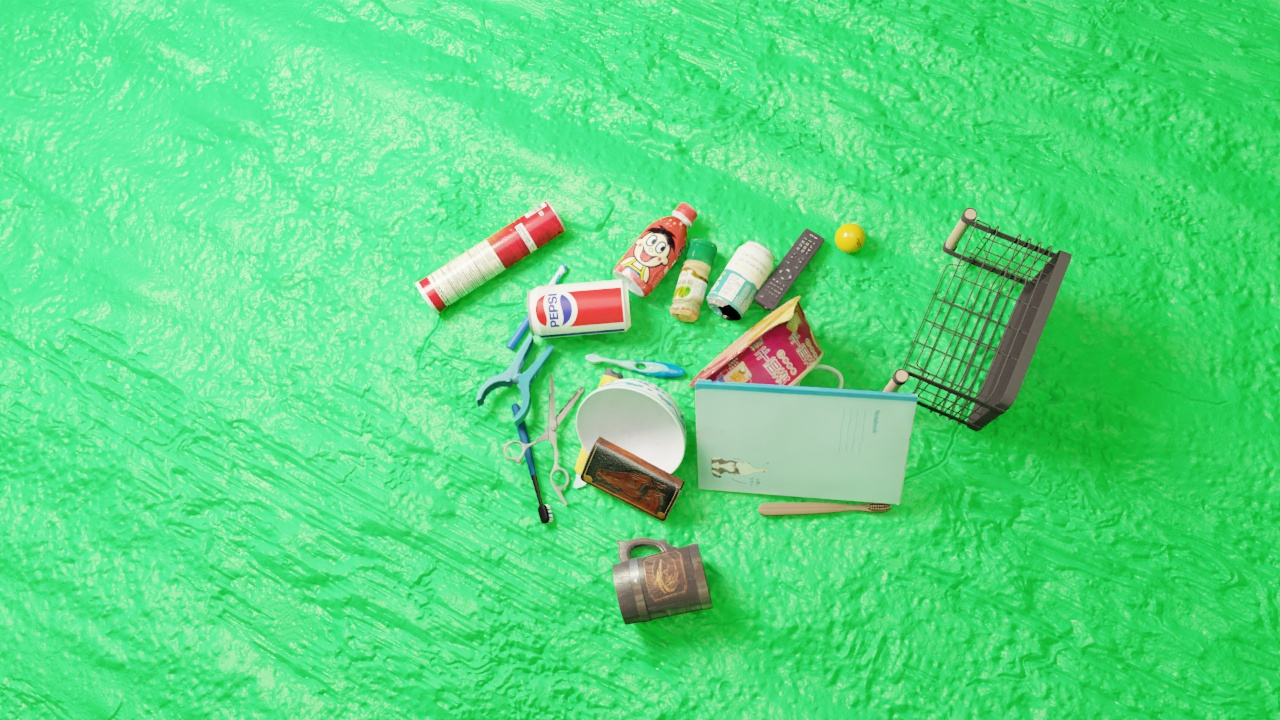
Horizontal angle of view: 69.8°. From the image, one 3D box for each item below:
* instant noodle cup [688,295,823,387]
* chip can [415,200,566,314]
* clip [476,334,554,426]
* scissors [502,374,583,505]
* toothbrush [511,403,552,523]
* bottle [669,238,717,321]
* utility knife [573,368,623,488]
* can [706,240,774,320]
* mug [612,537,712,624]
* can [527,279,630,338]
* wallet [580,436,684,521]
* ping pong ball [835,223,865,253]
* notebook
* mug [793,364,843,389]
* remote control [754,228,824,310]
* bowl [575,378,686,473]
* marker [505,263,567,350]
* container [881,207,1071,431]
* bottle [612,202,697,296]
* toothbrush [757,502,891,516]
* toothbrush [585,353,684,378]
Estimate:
[{"bbox_3d":[0.152,0.005,1.146,0.178,0.179,0.077,-39,91,-7],"label":"instant noodle cup"},{"bbox_3d":[-0.206,-0.143,1.270,0.214,0.052,0.052,-33,74,-5],"label":"chip can"},{"bbox_3d":[-0.182,0.021,1.225,0.121,0.031,0.129,6,68,4],"label":"clip"},{"bbox_3d":[-0.110,0.105,1.204,0.141,0.014,0.162,-31,91,-25],"label":"scissors"},{"bbox_3d":[-0.144,0.133,1.204,0.014,0.014,0.167,-30,67,31],"label":"toothbrush"},{"bbox_3d":[0.071,-0.109,1.242,0.043,0.043,0.111,14,77,8],"label":"bottle"},{"bbox_3d":[-0.058,0.090,1.209,0.030,0.017,0.164,15,75,14],"label":"utility knife"},{"bbox_3d":[0.135,-0.106,1.229,0.055,0.055,0.101,31,79,12],"label":"can"},{"bbox_3d":[0.024,0.261,1.130,0.107,0.080,0.115,-13,45,2],"label":"mug"},{"bbox_3d":[-0.081,-0.069,1.224,0.132,0.070,0.070,-5,74,0],"label":"can"},{"bbox_3d":[-0.011,0.150,1.159,0.123,0.072,0.019,26,39,5],"label":"wallet"},{"bbox_3d":[0.284,-0.165,1.241,0.040,0.040,0.040,-1,74,4],"label":"ping pong ball"},{"bbox_3d":[0.193,0.101,1.107,0.253,0.181,0.009,3,39,10],"label":"notebook"},{"bbox_3d":[0.214,0.058,1.161,0.076,0.075,0.112,16,88,9],"label":"mug"},{"bbox_3d":[0.201,-0.122,1.236,0.032,0.015,0.136,33,69,13],"label":"remote control"},{"bbox_3d":[-0.002,0.075,1.167,0.144,0.144,0.074,20,37,10],"label":"bowl"},{"bbox_3d":[-0.142,-0.075,1.266,0.013,0.013,0.141,30,78,12],"label":"marker"},{"bbox_3d":[0.407,-0.043,1.132,0.130,0.163,0.241,24,77,11],"label":"container"},{"bbox_3d":[0.026,-0.155,1.249,0.062,0.062,0.137,35,81,13],"label":"bottle"},{"bbox_3d":[0.232,0.186,1.159,0.167,0.016,0.016,-2,72,5],"label":"toothbrush"},{"bbox_3d":[-0.007,0.007,1.231,0.135,0.017,0.022,9,75,4],"label":"toothbrush"}]
